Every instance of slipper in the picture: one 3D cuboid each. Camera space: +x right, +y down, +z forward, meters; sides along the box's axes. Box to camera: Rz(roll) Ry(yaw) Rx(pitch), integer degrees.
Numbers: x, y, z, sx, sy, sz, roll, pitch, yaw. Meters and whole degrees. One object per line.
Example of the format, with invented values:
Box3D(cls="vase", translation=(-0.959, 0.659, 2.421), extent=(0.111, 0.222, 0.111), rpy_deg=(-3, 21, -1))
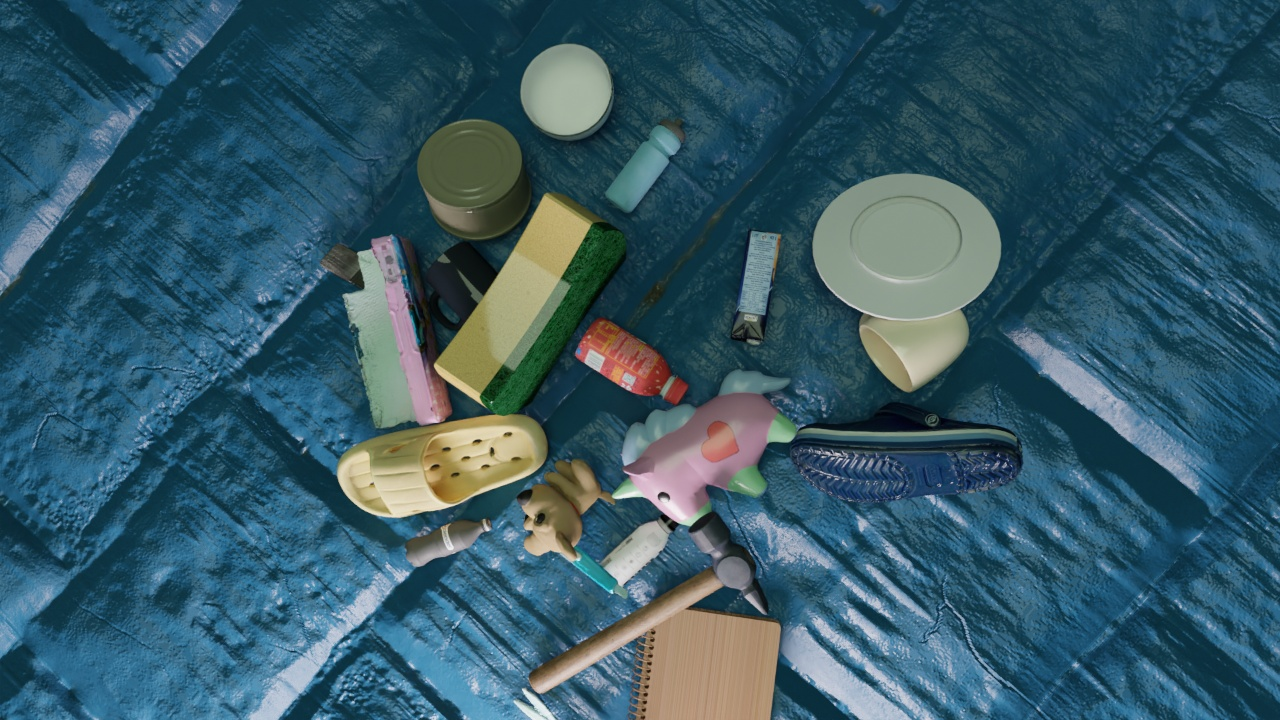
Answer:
Box3D(cls="slipper", translation=(-0.239, 0.136, 1.107), extent=(0.261, 0.079, 0.111), rpy_deg=(-15, 113, 2))
Box3D(cls="slipper", translation=(0.303, 0.101, 1.059), extent=(0.253, 0.105, 0.095), rpy_deg=(-1, 49, 18))

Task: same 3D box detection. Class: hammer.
Box3D(cls="hammer", translation=(-0.003, 0.310, 1.080), extent=(0.322, 0.040, 0.129), rpy_deg=(-35, 96, 17))

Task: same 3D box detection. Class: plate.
Box3D(cls="plate", translation=(0.304, -0.137, 1.053), extent=(0.209, 0.015, 0.208), rpy_deg=(-5, 60, 9))

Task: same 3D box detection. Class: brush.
Box3D(cls="brush", translation=(-0.337, -0.102, 1.169), extent=(0.151, 0.012, 0.039), rpy_deg=(30, 91, 6))
Box3D(cls="brush", translation=(-0.118, -0.060, 1.052), extent=(0.075, 0.195, 0.250), rpy_deg=(34, 92, 6))

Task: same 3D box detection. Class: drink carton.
Box3D(cls="drink carton", translation=(0.136, -0.085, 1.092), extent=(0.040, 0.064, 0.130), rpy_deg=(10, 89, 7))

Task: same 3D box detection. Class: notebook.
Box3D(cls="notebook", translation=(0.072, 0.407, 1.104), extent=(0.169, 0.022, 0.210), rpy_deg=(7, 89, 6))

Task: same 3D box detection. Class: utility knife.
Box3D(cls="utility knife", translation=(-0.056, 0.251, 1.092), extent=(0.124, 0.015, 0.022), rpy_deg=(30, 79, 45))

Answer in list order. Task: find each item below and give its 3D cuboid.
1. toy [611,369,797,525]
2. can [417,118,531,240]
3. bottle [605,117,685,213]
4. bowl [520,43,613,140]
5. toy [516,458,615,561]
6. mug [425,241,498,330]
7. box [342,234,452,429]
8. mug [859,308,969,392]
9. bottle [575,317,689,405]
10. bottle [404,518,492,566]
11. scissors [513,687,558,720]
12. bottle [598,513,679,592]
Box3D(cls="toy", translation=(0.076, 0.093, 1.076), extent=(0.171, 0.120, 0.222), rpy_deg=(28, 92, -3))
Box3D(cls="can", translation=(-0.200, -0.218, 1.108), extent=(0.128, 0.073, 0.127), rpy_deg=(0, 69, 1))
Box3D(cls="bottle", translation=(0.010, -0.242, 1.123), extent=(0.040, 0.040, 0.130), rpy_deg=(37, 92, 6))
Box3D(cls="bowl", translation=(-0.085, -0.323, 1.124), extent=(0.113, 0.063, 0.113), rpy_deg=(0, 89, 6))
Box3D(cls="toy", translation=(-0.093, 0.177, 1.099), extent=(0.106, 0.134, 0.108), rpy_deg=(44, 66, -16))
Box3D(cls="mug", translation=(-0.221, -0.084, 1.134), extent=(0.077, 0.071, 0.105), rpy_deg=(47, 120, 5))
Box3D(cls="box", translation=(-0.310, -0.028, 1.117), extent=(0.105, 0.086, 0.230), rpy_deg=(-13, 92, 1))
Box3D(cls="mug", translation=(0.316, -0.037, 1.062), extent=(0.099, 0.096, 0.120), rpy_deg=(-35, 47, -4))
Box3D(cls="bottle", translation=(-0.007, 0.006, 1.106), extent=(0.137, 0.062, 0.062), rpy_deg=(33, 91, 5))
Box3D(cls="bottle", translation=(-0.237, 0.221, 1.135), extent=(0.110, 0.036, 0.036), rpy_deg=(-22, 86, 5))
Box3D(cls="scissors", translation=(-0.094, 0.472, 1.118), extent=(0.179, 0.016, 0.105), rpy_deg=(28, 111, 12))
Box3D(cls="bottle", translation=(-0.002, 0.228, 1.109), extent=(0.116, 0.041, 0.041), rpy_deg=(-43, 84, 3))
